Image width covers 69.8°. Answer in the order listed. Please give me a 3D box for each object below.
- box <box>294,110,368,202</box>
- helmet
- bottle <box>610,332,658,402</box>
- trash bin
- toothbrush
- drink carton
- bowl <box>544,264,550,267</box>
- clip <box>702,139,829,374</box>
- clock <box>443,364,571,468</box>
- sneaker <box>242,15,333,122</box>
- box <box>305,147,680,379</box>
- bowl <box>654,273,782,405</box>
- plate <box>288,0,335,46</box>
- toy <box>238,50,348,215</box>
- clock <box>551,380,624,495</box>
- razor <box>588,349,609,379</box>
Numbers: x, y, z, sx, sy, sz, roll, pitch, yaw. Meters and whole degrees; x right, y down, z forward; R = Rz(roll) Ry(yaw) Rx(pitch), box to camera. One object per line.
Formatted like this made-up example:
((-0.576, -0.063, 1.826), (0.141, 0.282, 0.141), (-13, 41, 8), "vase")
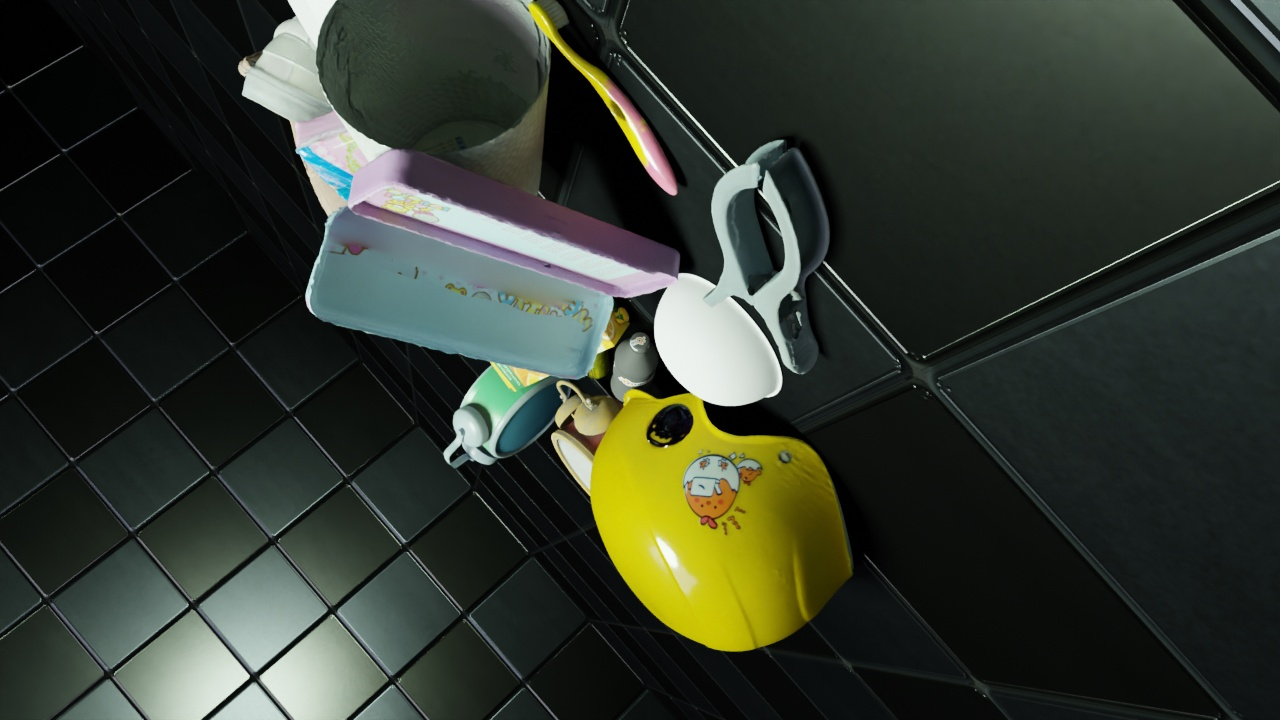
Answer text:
((-0.194, -0.159, 0.779), (0.230, 0.085, 0.090), (53, -157, -65), "box")
((0.040, 0.137, 0.731), (0.240, 0.139, 0.209), (23, 150, 34), "helmet")
((-0.005, 0.005, 0.775), (0.036, 0.036, 0.110), (45, 161, 12), "bottle")
((-0.122, -0.154, 0.599), (0.133, 0.133, 0.161), (46, 167, 10), "trash bin")
((-0.017, -0.153, 0.532), (0.135, 0.016, 0.021), (51, 160, -14), "toothbrush")
((-0.073, -0.026, 0.773), (0.123, 0.041, 0.058), (-24, 109, 31), "drink carton")
((-0.101, -0.050, 0.836), (0.114, 0.045, 0.114), (44, 150, 33), "bowl")
((0.063, -0.062, 0.508), (0.090, 0.027, 0.162), (39, 159, 32), "clip")
((-0.157, 0.057, 1.032), (0.075, 0.161, 0.122), (42, 161, 17), "clock")
((-0.258, -0.238, 0.815), (0.089, 0.091, 0.242), (28, -176, 3), "sneaker")
((-0.091, -0.059, 0.590), (0.214, 0.140, 0.062), (15, -139, -37), "box")
((0.043, -0.005, 0.640), (0.110, 0.040, 0.110), (43, 161, 18), "bowl")
((-0.224, -0.261, 0.638), (0.174, 0.036, 0.174), (53, 165, 21), "plate")
((-0.302, -0.213, 0.966), (0.195, 0.065, 0.264), (-4, -118, -62), "toy")
((-0.029, 0.080, 0.910), (0.159, 0.081, 0.117), (55, 161, -14), "clock")
((-0.069, -0.030, 0.884), (0.106, 0.026, 0.042), (45, 164, 24), "razor")
